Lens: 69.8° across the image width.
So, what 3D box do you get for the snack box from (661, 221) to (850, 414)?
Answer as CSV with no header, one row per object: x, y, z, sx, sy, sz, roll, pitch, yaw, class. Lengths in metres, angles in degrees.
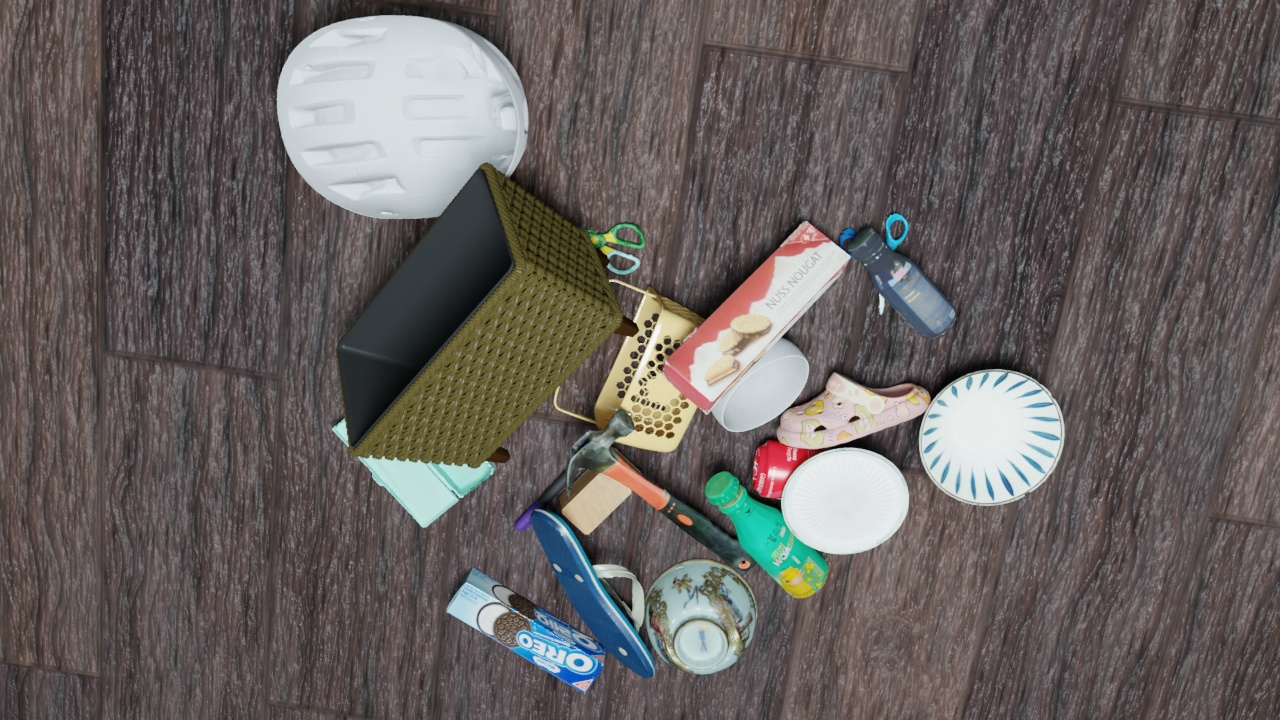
0.139,-0.056,1.085,0.076,0.044,0.272,41,67,12,snack box

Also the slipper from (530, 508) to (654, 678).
-0.056,0.304,1.234,0.060,0.118,0.295,-42,116,-33,slipper

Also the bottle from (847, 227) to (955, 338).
0.321,-0.095,1.131,0.161,0.056,0.056,43,102,-15,bottle

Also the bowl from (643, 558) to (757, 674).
0.081,0.361,1.240,0.160,0.093,0.160,1,103,2,bowl

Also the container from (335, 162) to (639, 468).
-0.175,-0.027,1.067,0.204,0.176,0.322,21,125,-42,container

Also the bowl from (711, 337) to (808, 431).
0.140,0.021,1.152,0.132,0.131,0.064,-44,55,11,bowl

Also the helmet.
-0.272,-0.278,1.062,0.282,0.183,0.224,-9,107,-6,helmet

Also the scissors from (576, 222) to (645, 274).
-0.059,-0.148,1.173,0.130,0.014,0.070,10,103,0,scissors

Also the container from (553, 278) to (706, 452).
-0.007,0.007,1.147,0.167,0.129,0.183,22,103,-11,container

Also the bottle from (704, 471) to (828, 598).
0.161,0.223,1.190,0.068,0.068,0.209,-38,115,10,bottle

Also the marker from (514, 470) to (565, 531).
-0.124,0.185,1.251,0.018,0.015,0.134,35,104,-34,marker

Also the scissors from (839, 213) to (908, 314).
0.295,-0.118,1.161,0.104,0.015,0.133,-3,107,0,scissors

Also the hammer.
0.040,0.189,1.172,0.133,0.033,0.333,-40,122,20,hammer

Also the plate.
0.256,0.175,1.151,0.157,0.014,0.157,2,115,4,plate

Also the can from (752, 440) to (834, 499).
0.221,0.148,1.192,0.142,0.074,0.074,8,103,1,can

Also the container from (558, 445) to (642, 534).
-0.056,0.177,1.221,0.063,0.061,0.114,44,102,-7,container

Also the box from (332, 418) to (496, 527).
-0.304,0.119,1.238,0.136,0.033,0.186,-37,98,10,box

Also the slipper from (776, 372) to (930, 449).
0.265,0.053,1.160,0.197,0.093,0.081,-16,100,5,slipper

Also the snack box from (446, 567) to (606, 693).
-0.157,0.374,1.276,0.226,0.059,0.059,33,98,-4,snack box

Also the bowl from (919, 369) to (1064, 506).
0.436,0.090,1.169,0.177,0.070,0.177,1,103,2,bowl
